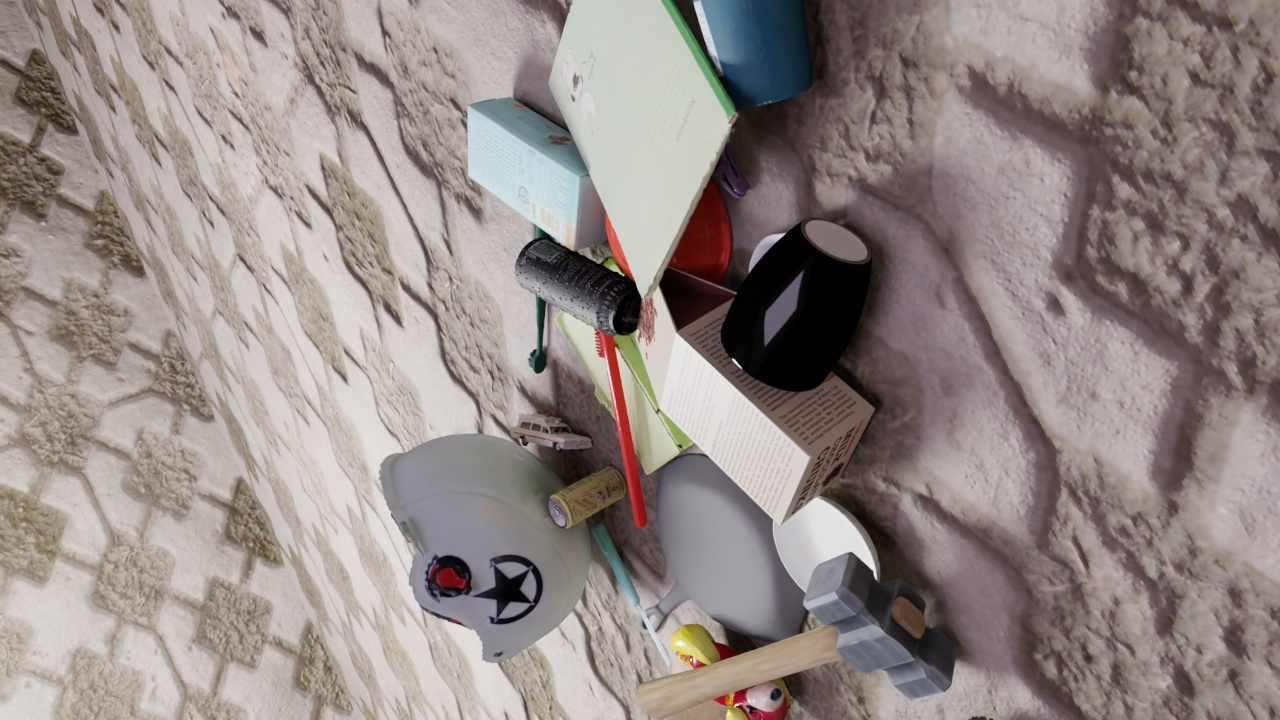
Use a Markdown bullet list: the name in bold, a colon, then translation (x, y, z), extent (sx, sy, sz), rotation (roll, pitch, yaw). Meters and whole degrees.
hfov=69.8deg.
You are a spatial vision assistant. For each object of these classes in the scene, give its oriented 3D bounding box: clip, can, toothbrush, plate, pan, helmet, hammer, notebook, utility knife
- **clip**: translation (0.063, -0.149, 0.689), extent (0.050, 0.014, 0.046), rotation (37, 134, 39)
- **can**: translation (-0.056, 0.144, 0.966), extent (0.038, 0.079, 0.038), rotation (31, 133, 40)
- **toothbrush**: translation (-0.019, 0.065, 0.883), extent (0.018, 0.012, 0.213), rotation (11, 118, 46)
- **toothbrush**: translation (-0.106, -0.064, 0.962), extent (0.017, 0.016, 0.190), rotation (42, 139, 37)
- **plate**: translation (0.154, 0.151, 0.739), extent (0.104, 0.026, 0.104), rotation (30, 132, 40)
- **pan**: translation (0.054, 0.216, 0.915), extent (0.216, 0.024, 0.356), rotation (53, 144, 17)
- **can**: translation (-0.056, -0.067, 0.821), extent (0.138, 0.053, 0.054), rotation (30, 133, 38)
- **helmet**: translation (-0.156, 0.181, 1.020), extent (0.264, 0.164, 0.236), rotation (55, -175, -15)
- **hammer**: translation (0.102, 0.255, 0.770), extent (0.117, 0.051, 0.324), rotation (42, 134, -10)
- **notebook**: translation (-0.010, -0.200, 0.691), extent (0.252, 0.010, 0.182), rotation (67, 149, 29)
- **utility knife**: translation (-0.012, 0.258, 1.016), extent (0.177, 0.015, 0.022), rotation (60, 145, 22)

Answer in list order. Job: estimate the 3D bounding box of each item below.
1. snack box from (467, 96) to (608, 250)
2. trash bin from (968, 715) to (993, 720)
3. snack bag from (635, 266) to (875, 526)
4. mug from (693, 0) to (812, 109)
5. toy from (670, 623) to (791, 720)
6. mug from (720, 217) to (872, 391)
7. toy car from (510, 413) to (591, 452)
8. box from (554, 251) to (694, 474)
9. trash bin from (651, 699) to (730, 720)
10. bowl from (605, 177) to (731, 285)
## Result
- **snack box**: translation (-0.092, -0.175, 0.843), extent (0.175, 0.053, 0.075), rotation (37, 137, 33)
- **trash bin**: translation (0.215, 0.402, 0.683), extent (0.197, 0.197, 0.221), rotation (48, 136, 23)
- **snack bag**: translation (0.068, 0.015, 0.715), extent (0.206, 0.069, 0.095), rotation (44, 148, 25)
- **mug**: translation (0.069, -0.227, 0.582), extent (0.078, 0.078, 0.121), rotation (12, 124, 50)
- **toy**: translation (0.083, 0.310, 0.891), extent (0.137, 0.067, 0.106), rotation (30, 156, 36)
- **mug**: translation (0.108, -0.054, 0.640), extent (0.118, 0.084, 0.100), rotation (-106, 31, -45)
- **toy car**: translation (-0.101, 0.079, 1.028), extent (0.113, 0.039, 0.039), rotation (3, 92, 51)
- **box**: translation (-0.005, 0.005, 0.861), extent (0.187, 0.024, 0.138), rotation (58, 139, 10)
- **trash bin**: translation (0.039, 0.426, 0.942), extent (0.133, 0.161, 0.133), rotation (31, 133, 40)
- **bowl**: translation (0.013, -0.106, 0.752), extent (0.130, 0.045, 0.131), rotation (30, 132, 40)
